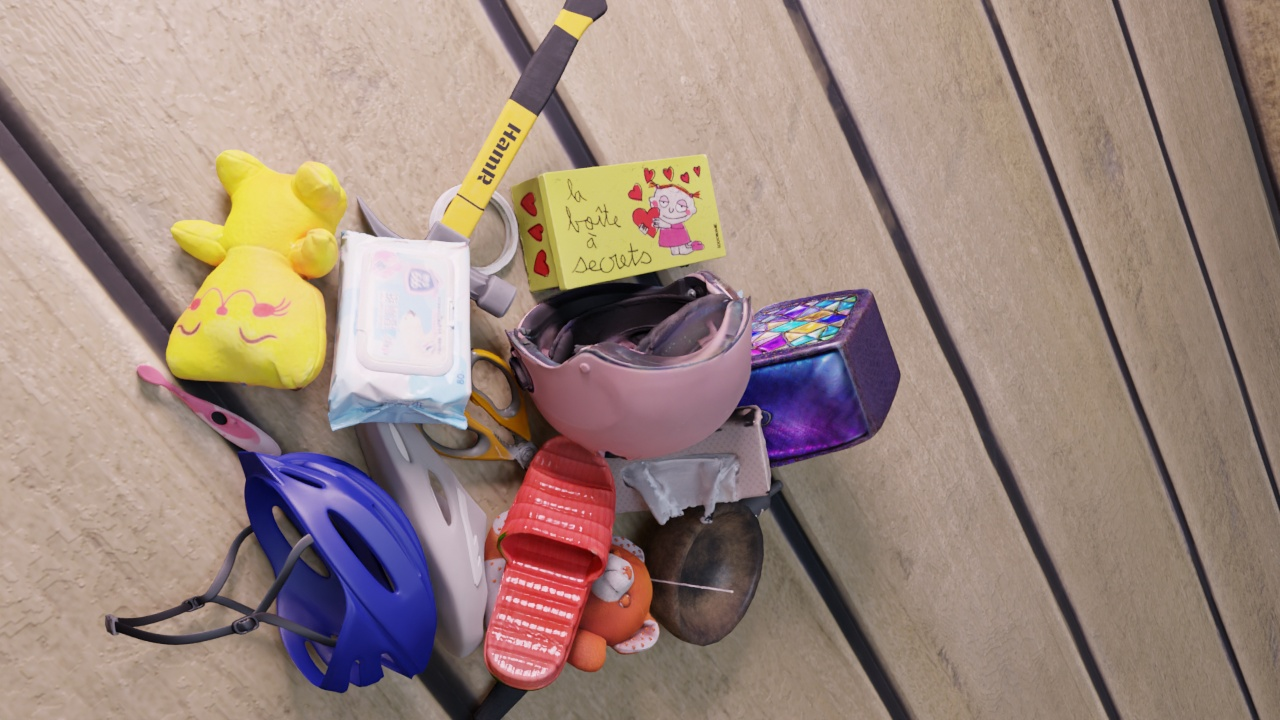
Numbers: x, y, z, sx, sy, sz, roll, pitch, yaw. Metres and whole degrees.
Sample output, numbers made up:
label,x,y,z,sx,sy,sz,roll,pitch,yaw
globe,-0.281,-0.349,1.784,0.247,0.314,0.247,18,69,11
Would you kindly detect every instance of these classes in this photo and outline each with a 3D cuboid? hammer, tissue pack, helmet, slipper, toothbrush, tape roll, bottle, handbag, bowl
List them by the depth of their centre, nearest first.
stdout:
label,x,y,z,sx,sy,sz,roll,pitch,yaw
helmet,-0.280,0.191,0.727,0.227,0.148,0.241,-32,107,-39
toothbrush,-0.357,0.044,0.763,0.135,0.016,0.021,43,65,-31
tissue pack,-0.202,-0.024,0.778,0.112,0.070,0.181,6,59,-21
slipper,-0.183,0.135,0.837,0.080,0.113,0.266,-24,96,-34
slipper,-0.081,0.174,0.850,0.103,0.059,0.248,12,58,0
hammer,-0.129,-0.212,0.858,0.170,0.034,0.324,30,93,-17
hammer,-0.155,0.357,0.891,0.319,0.036,0.123,-46,109,-29
helmet,-0.005,0.005,0.901,0.229,0.256,0.153,-26,119,-32
tape roll,-0.165,-0.130,0.917,0.092,0.013,0.093,2,88,-38
toothbrush,0.025,0.222,0.942,0.010,0.182,0.010,16,75,-43
tissue pack,0.043,0.113,0.957,0.071,0.181,0.104,-77,158,-68
bowl,0.063,0.228,1.023,0.161,0.070,0.162,-12,107,-46
handbag,0.162,0.021,1.035,0.204,0.223,0.125,-46,117,-55
bottle,0.136,0.178,1.123,0.112,0.030,0.030,-30,106,-34

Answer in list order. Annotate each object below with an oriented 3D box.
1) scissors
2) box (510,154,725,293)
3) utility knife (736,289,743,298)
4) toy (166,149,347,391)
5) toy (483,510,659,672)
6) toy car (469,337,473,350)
label,x,y,z,sx,sy,sz,roll,pitch,yaw
scissors,-0.133,0.092,0.915,0.134,0.016,0.228,-43,126,-13
box,-0.021,-0.148,0.987,0.220,0.082,0.124,-13,96,-38
utility knife,0.052,-0.032,1.081,0.218,0.019,0.030,-35,118,-36
toy,-0.312,-0.071,0.758,0.134,0.087,0.193,4,78,6
toy,-0.066,0.227,0.900,0.172,0.093,0.163,3,54,-21
toy car,-0.202,-0.010,0.861,0.100,0.049,0.051,18,77,-36
